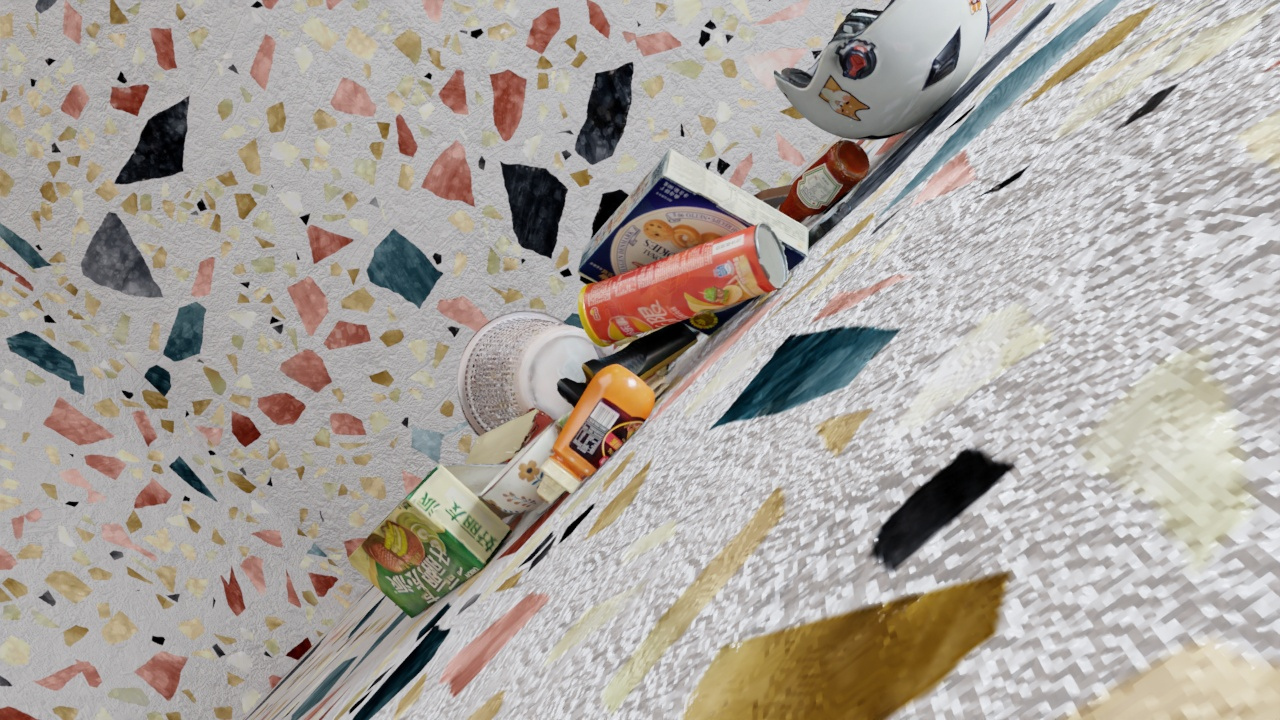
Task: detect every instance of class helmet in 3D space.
[{"bbox_3d":[0.306,-0.357,1.097,0.229,0.157,0.275,-45,14,-32],"label":"helmet"}]

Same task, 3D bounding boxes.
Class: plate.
[{"bbox_3d":[-0.189,0.165,1.118,0.164,0.034,0.164,-1,-27,-27],"label":"plate"}]

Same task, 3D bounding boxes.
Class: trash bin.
[{"bbox_3d":[-0.135,0.031,1.342,0.227,0.227,0.192,-46,16,-20],"label":"trash bin"}]

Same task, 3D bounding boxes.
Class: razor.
[{"bbox_3d":[-0.009,0.008,0.980,0.167,0.062,0.068,-31,-44,-23],"label":"razor"}]

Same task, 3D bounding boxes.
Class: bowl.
[{"bbox_3d":[-0.111,0.124,0.984,0.113,0.062,0.113,-45,2,2],"label":"bowl"}]

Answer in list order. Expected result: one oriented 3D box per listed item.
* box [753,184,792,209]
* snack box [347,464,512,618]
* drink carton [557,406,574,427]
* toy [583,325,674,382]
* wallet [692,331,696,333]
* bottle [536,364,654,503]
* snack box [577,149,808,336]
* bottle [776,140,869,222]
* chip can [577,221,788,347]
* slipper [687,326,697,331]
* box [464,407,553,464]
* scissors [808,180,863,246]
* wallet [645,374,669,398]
[{"bbox_3d":[0.146,-0.190,1.389,0.272,0.126,0.179,-41,1,-28],"label":"box"},{"bbox_3d":[-0.254,0.218,1.084,0.241,0.114,0.063,-40,8,47],"label":"snack box"},{"bbox_3d":[-0.059,0.071,1.091,0.045,0.053,0.123,-48,4,-41],"label":"drink carton"},{"bbox_3d":[-0.007,0.007,1.147,0.157,0.066,0.105,-39,43,-16],"label":"toy"},{"bbox_3d":[0.035,-0.024,1.262,0.106,0.040,0.133,-36,1,-16],"label":"wallet"},{"bbox_3d":[-0.050,0.076,0.896,0.149,0.067,0.067,-52,4,-7],"label":"bottle"},{"bbox_3d":[0.054,-0.117,0.987,0.183,0.178,0.045,-42,31,46],"label":"snack box"},{"bbox_3d":[0.221,-0.216,1.211,0.059,0.060,0.207,-46,3,-29],"label":"bottle"},{"bbox_3d":[0.040,-0.077,0.946,0.217,0.073,0.073,-18,17,29],"label":"chip can"},{"bbox_3d":[0.099,-0.120,1.184,0.244,0.104,0.074,-39,1,-42],"label":"slipper"},{"bbox_3d":[-0.176,0.125,1.230,0.169,0.079,0.091,-26,33,46],"label":"box"},{"bbox_3d":[0.218,-0.169,1.042,0.136,0.014,0.174,-43,4,5],"label":"scissors"},{"bbox_3d":[-0.017,0.059,0.991,0.115,0.024,0.087,-40,-1,-4],"label":"wallet"}]
